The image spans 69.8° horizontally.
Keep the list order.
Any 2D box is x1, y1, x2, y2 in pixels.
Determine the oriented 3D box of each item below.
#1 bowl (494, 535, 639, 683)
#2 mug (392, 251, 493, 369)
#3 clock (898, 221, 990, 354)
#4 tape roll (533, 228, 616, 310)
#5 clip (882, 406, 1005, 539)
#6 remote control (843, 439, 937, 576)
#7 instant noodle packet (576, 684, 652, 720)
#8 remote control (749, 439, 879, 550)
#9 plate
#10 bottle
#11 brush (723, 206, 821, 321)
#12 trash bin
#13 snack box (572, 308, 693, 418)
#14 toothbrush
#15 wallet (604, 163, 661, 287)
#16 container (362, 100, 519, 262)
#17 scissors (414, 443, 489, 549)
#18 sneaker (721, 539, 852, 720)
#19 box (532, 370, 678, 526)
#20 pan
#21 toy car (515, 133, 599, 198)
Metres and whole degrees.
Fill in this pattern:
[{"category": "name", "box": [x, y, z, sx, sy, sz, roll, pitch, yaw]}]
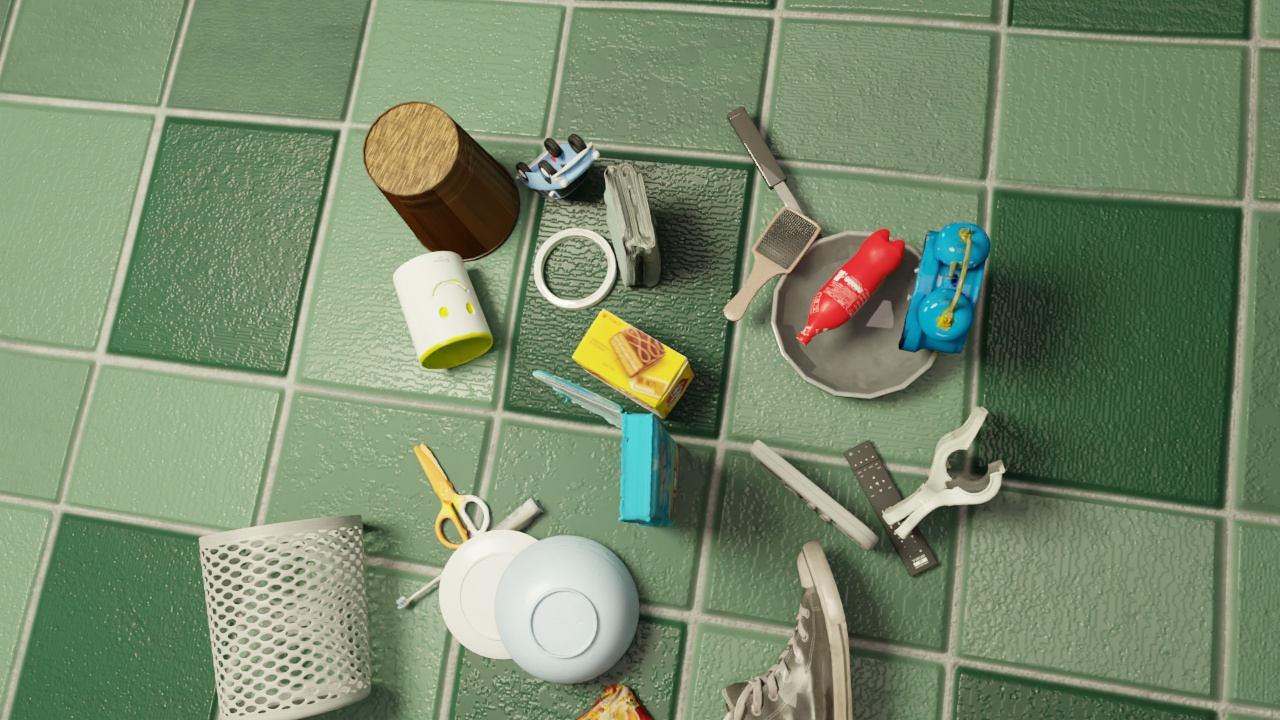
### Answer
[{"category": "bowl", "box": [-0.075, 0.254, 0.914, 0.150, 0.075, 0.150, 0, 87, -2]}, {"category": "mug", "box": [-0.217, -0.055, 1.005, 0.082, 0.082, 0.106, -23, 76, 3]}, {"category": "clock", "box": [0.281, -0.064, 0.850, 0.060, 0.161, 0.116, 15, 84, 14]}, {"category": "tape roll", "box": [-0.073, -0.102, 1.028, 0.093, 0.013, 0.093, -1, 79, 7]}, {"category": "clip", "box": [0.305, 0.118, 0.876, 0.104, 0.126, 0.152, 28, 98, 19]}, {"category": "remote control", "box": [0.254, 0.149, 0.933, 0.030, 0.009, 0.140, -27, 77, 2]}, {"category": "instant noodle packet", "box": [-0.019, 0.400, 0.911, 0.098, 0.040, 0.135, -36, 75, -7]}, {"category": "remote control", "box": [0.170, 0.136, 0.915, 0.151, 0.074, 0.019, 39, 87, 13]}, {"category": "plate", "box": [-0.145, 0.246, 0.959, 0.134, 0.011, 0.134, 0, 88, 2]}, {"category": "bottle", "box": [0.209, -0.071, 0.921, 0.042, 0.042, 0.141, 42, 88, 13]}, {"category": "brush", "box": [0.130, -0.098, 0.953, 0.050, 0.015, 0.135, 35, 86, 18]}, {"category": "trash bin", "box": [-0.354, 0.260, 0.930, 0.156, 0.156, 0.183, -10, 80, 6]}, {"category": "snack box", "box": [-0.006, 0.006, 0.961, 0.106, 0.083, 0.061, 31, 84, 13]}, {"category": "toothbrush", "box": [-0.183, 0.210, 0.980, 0.185, 0.024, 0.022, -36, 33, 0]}, {"category": "wallet", "box": [-0.008, -0.139, 0.966, 0.054, 0.132, 0.100, -17, 78, 1]}, {"category": "container", "box": [-0.216, -0.195, 0.988, 0.132, 0.167, 0.132, -2, 79, 8]}, {"category": "scissors", "box": [-0.210, 0.142, 1.002, 0.065, 0.013, 0.128, -30, 78, 1]}, {"category": "sneaker", "box": [0.140, 0.292, 0.885, 0.120, 0.095, 0.234, 0, 86, 8]}, {"category": "box", "box": [-0.010, 0.079, 0.874, 0.084, 0.227, 0.171, -31, 77, 0]}, {"category": "pan", "box": [0.186, -0.122, 0.979, 0.178, 0.041, 0.357, -28, 77, 2]}, {"category": "toy car", "box": [-0.089, -0.206, 0.993, 0.056, 0.153, 0.055, -43, 113, -11]}]
